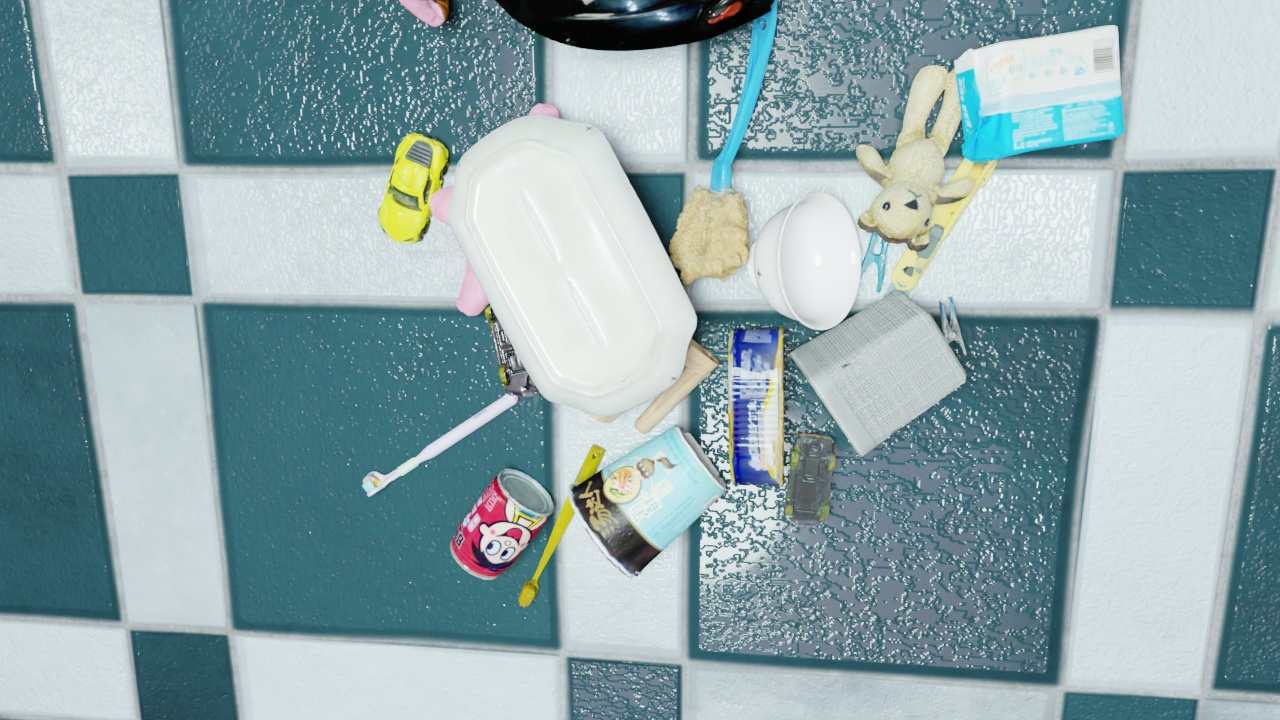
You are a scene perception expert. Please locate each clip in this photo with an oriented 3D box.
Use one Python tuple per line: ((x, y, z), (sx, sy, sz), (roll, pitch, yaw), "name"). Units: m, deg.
((0.211, -0.090, 0.827), (0.040, 0.014, 0.056), (13, 106, 4), "clip")
((0.279, -0.029, 0.827), (0.033, 0.025, 0.057), (-13, 107, 14), "clip")

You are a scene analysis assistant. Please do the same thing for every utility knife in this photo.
((0.257, -0.104, 0.819), (0.031, 0.021, 0.207), (29, 110, 0), "utility knife")

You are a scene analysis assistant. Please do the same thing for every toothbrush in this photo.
((-0.081, 0.169, 0.924), (0.015, 0.016, 0.190), (26, 105, 1), "toothbrush")
((-0.201, 0.082, 0.920), (0.189, 0.029, 0.021), (-31, 137, 12), "toothbrush")

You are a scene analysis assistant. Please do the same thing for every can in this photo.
((-0.138, 0.162, 0.905), (0.066, 0.066, 0.094), (38, 105, -2), "can")
((0.107, 0.043, 0.840), (0.049, 0.074, 0.148), (0, 103, 10), "can")

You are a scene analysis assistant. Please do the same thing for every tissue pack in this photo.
((0.324, -0.215, 0.745), (0.140, 0.063, 0.090), (-12, 101, -11), "tissue pack")

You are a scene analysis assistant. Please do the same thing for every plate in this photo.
((-0.063, -0.077, 0.774), (0.162, 0.034, 0.266), (-25, 95, 14), "plate")

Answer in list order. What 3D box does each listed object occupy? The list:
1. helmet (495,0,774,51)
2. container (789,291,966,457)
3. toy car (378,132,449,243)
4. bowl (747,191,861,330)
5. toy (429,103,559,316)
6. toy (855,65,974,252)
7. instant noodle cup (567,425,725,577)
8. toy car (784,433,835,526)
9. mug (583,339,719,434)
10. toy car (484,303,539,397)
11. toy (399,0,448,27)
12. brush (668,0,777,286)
((-0.002, -0.354, 0.686), (0.275, 0.229, 0.233), (-10, 104, 49), "helmet")
((0.208, 0.007, 0.804), (0.114, 0.090, 0.090), (-35, 110, 8), "container")
((-0.215, -0.160, 0.860), (0.048, 0.032, 0.105), (22, 106, 2), "toy car")
((0.134, -0.085, 0.805), (0.065, 0.118, 0.118), (2, 107, 48), "bowl")
((-0.101, -0.112, 0.832), (0.195, 0.074, 0.178), (-37, 88, 17), "toy")
((0.239, -0.174, 0.778), (0.105, 0.066, 0.157), (19, 89, 0), "toy")
((0.011, 0.124, 0.862), (0.120, 0.111, 0.111), (-39, 95, 6), "instant noodle cup")
((0.160, 0.113, 0.869), (0.042, 0.035, 0.090), (6, 104, 8), "toy car")
((-0.005, 0.005, 0.852), (0.124, 0.084, 0.104), (35, 108, -29), "mug")
((-0.115, -0.017, 0.877), (0.049, 0.031, 0.106), (-13, 90, 10), "toy car")
((-0.218, -0.384, 0.769), (0.199, 0.130, 0.140), (37, 99, -12), "toy")
((0.081, -0.186, 0.803), (0.045, 0.083, 0.255), (8, 98, -39), "brush")
